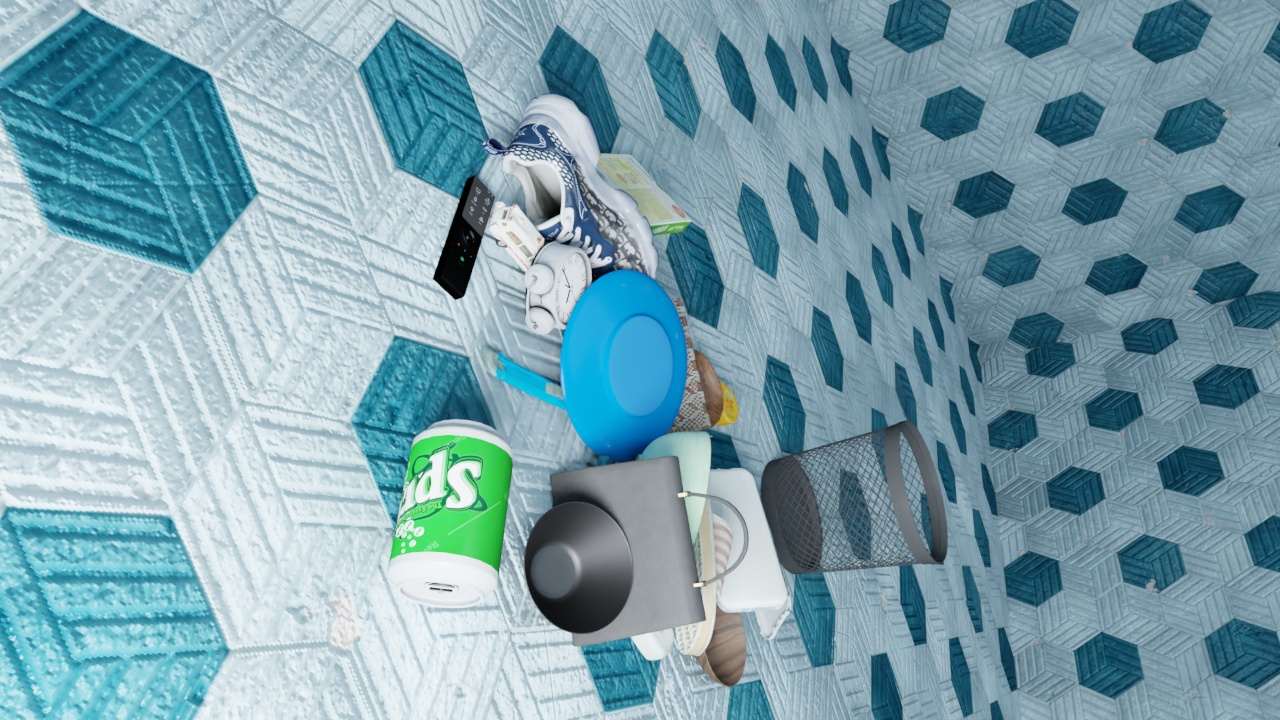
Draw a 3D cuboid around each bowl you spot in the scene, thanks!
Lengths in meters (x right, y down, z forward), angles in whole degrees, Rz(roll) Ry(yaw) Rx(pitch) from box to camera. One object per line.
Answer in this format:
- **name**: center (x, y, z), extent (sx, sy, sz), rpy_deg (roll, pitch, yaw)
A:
- **bowl**: center (0.070, 0.042, 1.272), extent (0.101, 0.026, 0.114), rpy_deg (-28, 97, -47)
- **bowl**: center (0.028, 0.148, 1.060), extent (0.151, 0.077, 0.151), rpy_deg (-170, -88, -85)
- **bowl**: center (0.091, 0.347, 1.148), extent (0.119, 0.032, 0.119), rpy_deg (37, 45, -48)
- **bowl**: center (-0.072, 0.203, 0.893), extent (0.124, 0.053, 0.124), rpy_deg (14, 66, -34)

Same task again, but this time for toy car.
- **toy car**: center (-0.122, -0.125, 1.002), extent (0.113, 0.039, 0.039), rpy_deg (49, 37, -43)

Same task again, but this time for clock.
- **clock**: center (-0.093, -0.077, 1.000), extent (0.122, 0.035, 0.095), rpy_deg (-44, 141, -57)

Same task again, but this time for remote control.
- **remote control**: center (-0.178, -0.127, 0.936), extent (0.034, 0.013, 0.149), rpy_deg (48, 37, -39)
- **remote control**: center (0.003, 0.281, 1.028), extent (0.114, 0.028, 0.060), rpy_deg (66, 28, -14)

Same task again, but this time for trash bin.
- **trash bin**: center (0.333, 0.225, 1.438), extent (0.217, 0.228, 0.217), rpy_deg (36, 45, -48)

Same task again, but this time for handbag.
- **handbag**: center (0.018, 0.184, 0.928), extent (0.072, 0.196, 0.175), rpy_deg (12, 65, -58)
- **handbag**: center (0.030, 0.009, 1.185), extent (0.123, 0.047, 0.185), rpy_deg (-7, 83, -50)

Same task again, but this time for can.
- **can**: center (-0.155, 0.127, 0.762), extent (0.088, 0.088, 0.139), rpy_deg (41, 42, -45)

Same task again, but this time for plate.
- **plate**: center (-0.006, 0.006, 1.070), extent (0.223, 0.024, 0.224), rpy_deg (-2, 93, -50)

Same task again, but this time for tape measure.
- **tape measure**: center (0.120, 0.067, 1.350), extent (0.068, 0.030, 0.058), rpy_deg (35, 46, -46)

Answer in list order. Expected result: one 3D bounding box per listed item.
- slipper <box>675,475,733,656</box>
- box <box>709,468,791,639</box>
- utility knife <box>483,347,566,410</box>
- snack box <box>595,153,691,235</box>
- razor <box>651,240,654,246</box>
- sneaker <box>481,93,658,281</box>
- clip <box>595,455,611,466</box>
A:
- **slipper**: center (0.074, 0.228, 1.093), extent (0.052, 0.115, 0.262), rpy_deg (12, 40, -9)
- **box**: center (0.119, 0.253, 1.199), extent (0.210, 0.105, 0.129), rpy_deg (-103, -161, -47)
- **utility knife**: center (-0.097, 0.032, 0.998), extent (0.220, 0.015, 0.031), rpy_deg (31, 54, -54)
- **snack box**: center (-0.014, -0.219, 1.212), extent (0.132, 0.027, 0.167), rpy_deg (49, 27, 10)
- **razor**: center (-0.004, -0.144, 1.234), extent (0.088, 0.047, 0.116), rpy_deg (68, 21, -11)
- **sneaker**: center (-0.081, -0.164, 1.068), extent (0.132, 0.103, 0.269), rpy_deg (-51, 120, -40)
- **clip**: center (-0.026, 0.152, 1.014), extent (0.120, 0.122, 0.033), rpy_deg (49, 22, 24)
